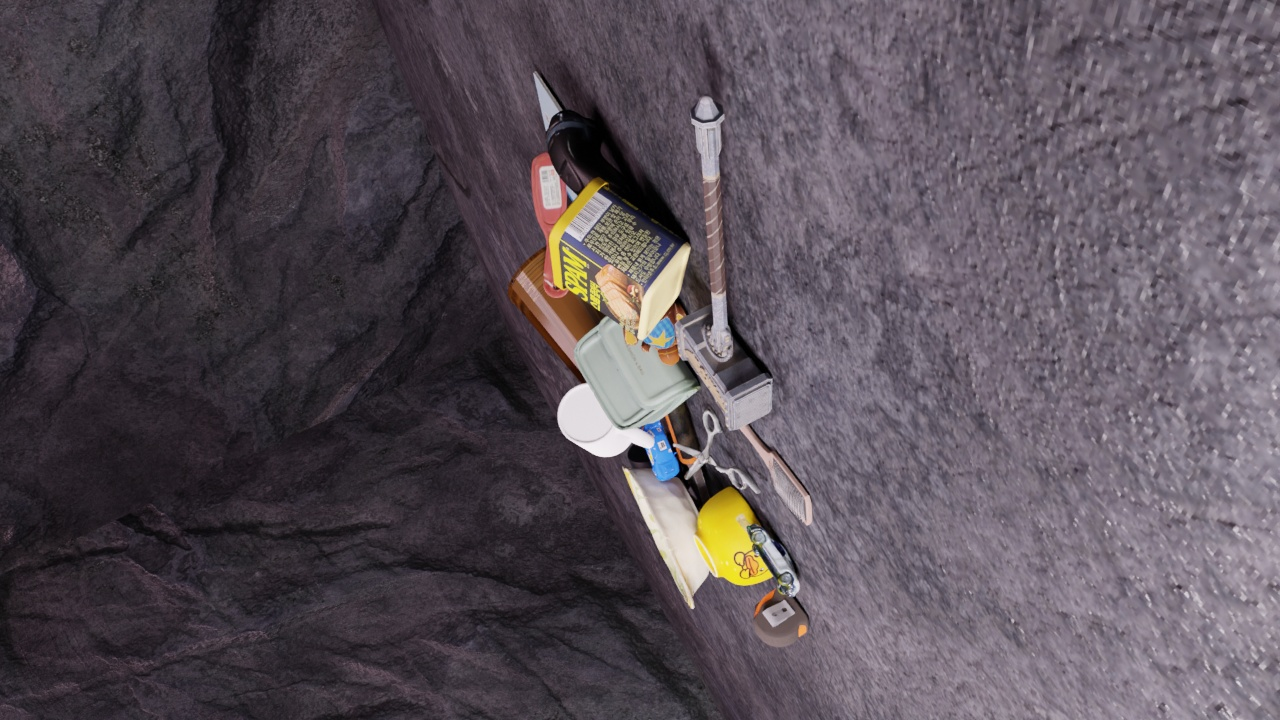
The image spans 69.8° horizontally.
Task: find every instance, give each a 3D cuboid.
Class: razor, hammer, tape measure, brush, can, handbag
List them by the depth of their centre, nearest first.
[{"bbox_3d":[0.057,-0.069,0.682,0.098,0.044,0.322,57,168,32],"label":"hammer"},{"bbox_3d":[-0.019,-0.089,0.847,0.104,0.075,0.135,35,165,8],"label":"can"},{"bbox_3d":[0.119,0.097,0.868,0.135,0.015,0.050,55,166,41],"label":"brush"},{"bbox_3d":[-0.038,-0.182,0.893,0.140,0.063,0.053,49,153,4],"label":"razor"},{"bbox_3d":[-0.006,0.006,1.024,0.067,0.106,0.122,-10,-113,-58],"label":"handbag"},{"bbox_3d":[0.158,0.293,1.049,0.058,0.058,0.038,53,166,37],"label":"tape measure"},{"bbox_3d":[-0.105,-0.161,1.103,0.030,0.041,0.172,-92,-2,-86],"label":"brush"},{"bbox_3d":[0.052,0.096,1.160,0.137,0.035,0.315,49,162,55],"label":"hammer"}]

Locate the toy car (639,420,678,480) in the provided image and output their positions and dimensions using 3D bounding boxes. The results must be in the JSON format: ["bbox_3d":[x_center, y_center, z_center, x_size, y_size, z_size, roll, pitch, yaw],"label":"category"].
[{"bbox_3d":[0.027,0.098,1.123,0.092,0.033,0.062,68,158,8],"label":"toy car"}]

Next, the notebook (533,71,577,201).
[{"bbox_3d":[-0.054,-0.187,1.054,0.253,0.009,0.181,58,169,26],"label":"notebook"}]

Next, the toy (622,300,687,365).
[{"bbox_3d":[0.020,-0.051,0.957,0.090,0.071,0.102,56,-156,-56],"label":"toy"}]

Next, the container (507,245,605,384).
[{"bbox_3d":[-0.067,-0.052,1.156,0.167,0.132,0.132,54,168,18],"label":"container"}]

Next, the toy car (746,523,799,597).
[{"bbox_3d":[0.145,0.214,0.994,0.089,0.027,0.039,57,171,30],"label":"toy car"}]

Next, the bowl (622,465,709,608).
[{"bbox_3d":[0.045,0.213,1.189,0.189,0.060,0.219,73,169,-46],"label":"bowl"}]

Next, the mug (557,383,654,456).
[{"bbox_3d":[-0.035,0.079,1.102,0.110,0.073,0.090,20,171,17],"label":"mug"}]

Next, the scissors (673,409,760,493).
[{"bbox_3d":[0.082,0.119,1.042,0.158,0.014,0.142,51,149,36],"label":"scissors"}]

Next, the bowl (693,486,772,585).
[{"bbox_3d":[0.105,0.216,1.089,0.117,0.067,0.117,60,170,18],"label":"bowl"}]

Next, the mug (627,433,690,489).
[{"bbox_3d":[0.029,0.164,1.312,0.105,0.071,0.077,-102,-8,-65],"label":"mug"}]
